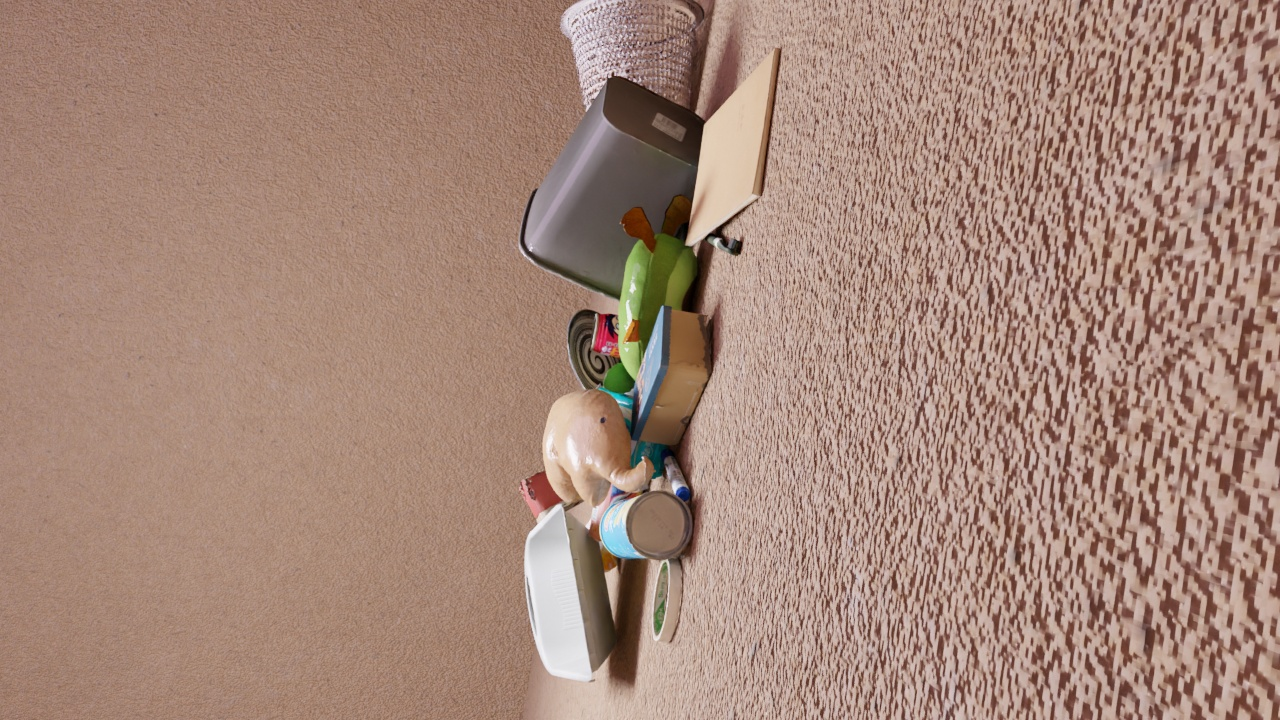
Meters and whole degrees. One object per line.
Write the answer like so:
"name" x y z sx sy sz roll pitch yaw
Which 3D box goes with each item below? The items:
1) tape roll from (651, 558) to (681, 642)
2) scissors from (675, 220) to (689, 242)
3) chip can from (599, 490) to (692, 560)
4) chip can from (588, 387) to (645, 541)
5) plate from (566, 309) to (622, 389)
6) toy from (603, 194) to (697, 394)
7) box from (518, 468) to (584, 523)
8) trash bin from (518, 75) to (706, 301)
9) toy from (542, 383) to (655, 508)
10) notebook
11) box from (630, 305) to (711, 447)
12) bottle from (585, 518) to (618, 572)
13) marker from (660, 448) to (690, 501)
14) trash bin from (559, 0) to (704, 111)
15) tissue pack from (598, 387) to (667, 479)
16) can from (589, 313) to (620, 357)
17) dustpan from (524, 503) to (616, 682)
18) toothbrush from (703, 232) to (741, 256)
"tape roll" 0.027 0.249 0.957 0.086 0.014 0.086 -172 92 -83
"scissors" 0.051 -0.135 1.285 0.172 0.014 0.146 102 172 -46
"chip can" 0.002 0.183 1.010 0.210 0.071 0.071 128 150 -75
"chip can" -0.022 0.140 1.255 0.071 0.071 0.214 -154 74 -83
"plate" -0.067 0.003 1.494 0.024 0.179 0.179 -24 45 31
"toy" 0.019 -0.075 1.123 0.226 0.090 0.247 -41 -39 -58
"box" -0.092 0.163 1.339 0.080 0.168 0.091 60 163 10
"trash bin" -0.024 -0.229 1.216 0.220 0.198 0.198 -55 20 36
"toy" -0.054 0.100 1.074 0.226 0.082 0.143 170 94 -65
"notebook" 0.093 -0.215 0.965 0.212 0.012 0.149 158 121 -74
"box" 0.034 0.018 1.022 0.185 0.061 0.089 105 170 -51
"bottle" -0.058 0.267 1.404 0.063 0.063 0.108 -121 40 -79
"marker" 0.038 0.126 1.017 0.145 0.017 0.017 -115 35 -77
"trash bin" -0.007 -0.441 1.430 0.227 0.227 0.192 160 106 -82
"tissue pack" -0.019 0.091 1.169 0.134 0.050 0.093 16 97 49
"can" -0.029 -0.038 1.450 0.066 0.094 0.066 -172 92 -83
"dustpan" -0.122 0.329 1.261 0.258 0.143 0.222 52 -155 -73
"toothbrush" 0.086 -0.131 0.993 0.185 0.012 0.017 -111 37 -76
